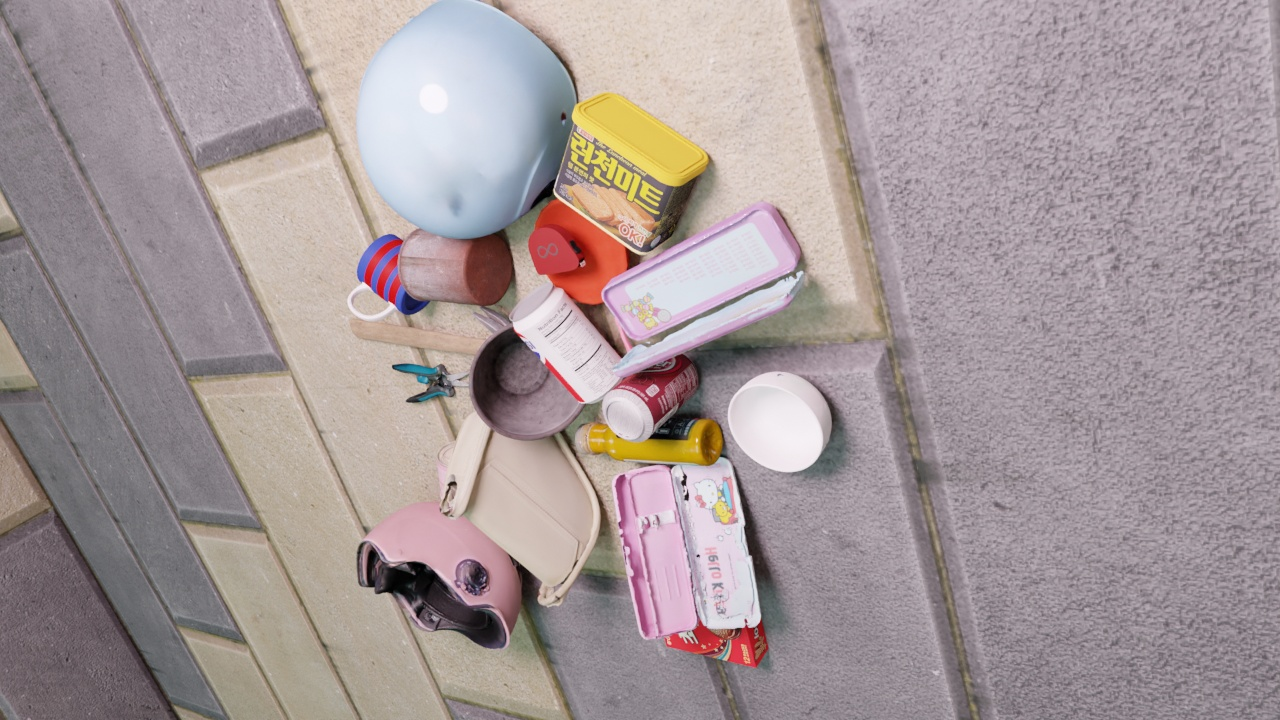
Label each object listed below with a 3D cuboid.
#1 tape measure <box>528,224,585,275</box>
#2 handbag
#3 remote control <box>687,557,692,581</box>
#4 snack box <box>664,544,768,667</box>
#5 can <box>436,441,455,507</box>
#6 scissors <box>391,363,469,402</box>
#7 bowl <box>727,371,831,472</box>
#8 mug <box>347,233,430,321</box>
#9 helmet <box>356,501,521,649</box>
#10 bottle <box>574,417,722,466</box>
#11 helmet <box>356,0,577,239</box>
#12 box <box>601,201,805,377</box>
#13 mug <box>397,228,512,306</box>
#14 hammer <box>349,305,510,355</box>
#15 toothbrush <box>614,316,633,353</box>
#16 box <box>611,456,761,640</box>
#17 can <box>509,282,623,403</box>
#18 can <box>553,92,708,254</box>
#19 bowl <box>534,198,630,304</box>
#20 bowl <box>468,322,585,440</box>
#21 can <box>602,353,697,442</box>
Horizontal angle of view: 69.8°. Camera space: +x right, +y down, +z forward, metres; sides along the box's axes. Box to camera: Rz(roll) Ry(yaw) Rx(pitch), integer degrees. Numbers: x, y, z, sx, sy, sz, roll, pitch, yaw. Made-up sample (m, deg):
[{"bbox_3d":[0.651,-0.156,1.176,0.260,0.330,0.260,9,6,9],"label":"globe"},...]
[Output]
[{"bbox_3d":[-0.091,-0.121,0.987,0.059,0.019,0.051,-5,111,30],"label":"tape measure"},{"bbox_3d":[-0.162,0.179,1.172,0.132,0.183,0.229,-22,120,45],"label":"handbag"},{"bbox_3d":[0.032,0.286,1.146,0.050,0.011,0.136,31,130,17],"label":"remote control"},{"bbox_3d":[0.080,0.302,1.155,0.133,0.035,0.152,1,117,35],"label":"snack box"},{"bbox_3d":[-0.250,0.161,1.289,0.067,0.067,0.076,18,125,27],"label":"can"},{"bbox_3d":[-0.294,0.030,1.275,0.150,0.019,0.121,30,129,16],"label":"scissors"},{"bbox_3d":[0.148,0.058,0.948,0.105,0.054,0.105,18,127,25],"label":"bowl"},{"bbox_3d":[-0.315,-0.094,1.156,0.076,0.111,0.075,35,166,14],"label":"mug"},{"bbox_3d":[-0.274,0.304,1.329,0.255,0.152,0.231,33,142,-1],"label":"helmet"},{"bbox_3d":[0.005,0.093,1.074,0.186,0.053,0.053,-2,115,37],"label":"bottle"},{"bbox_3d":[-0.200,-0.230,0.956,0.225,0.166,0.266,33,141,3],"label":"helmet"},{"bbox_3d":[0.050,-0.061,0.898,0.215,0.092,0.090,-24,110,33],"label":"box"},{"bbox_3d":[-0.212,-0.103,1.099,0.110,0.096,0.123,13,159,34],"label":"mug"},{"bbox_3d":[-0.274,-0.028,1.223,0.332,0.030,0.119,10,128,36],"label":"hammer"},{"bbox_3d":[-0.006,0.006,1.038,0.016,0.021,0.135,-12,95,34],"label":"toothbrush"},{"bbox_3d":[0.052,0.218,1.074,0.156,0.059,0.201,-10,91,5],"label":"box"},{"bbox_3d":[-0.080,-0.018,1.026,0.070,0.070,0.132,-19,120,41],"label":"can"},{"bbox_3d":[-0.013,-0.184,0.909,0.131,0.072,0.101,36,134,13],"label":"can"},{"bbox_3d":[-0.058,-0.124,1.000,0.122,0.035,0.122,18,125,27],"label":"bowl"},{"bbox_3d":[-0.136,0.016,1.093,0.067,0.144,0.145,-142,32,-67],"label":"bowl"},{"bbox_3d":[0.012,0.036,0.991,0.063,0.113,0.063,18,125,27],"label":"can"}]
